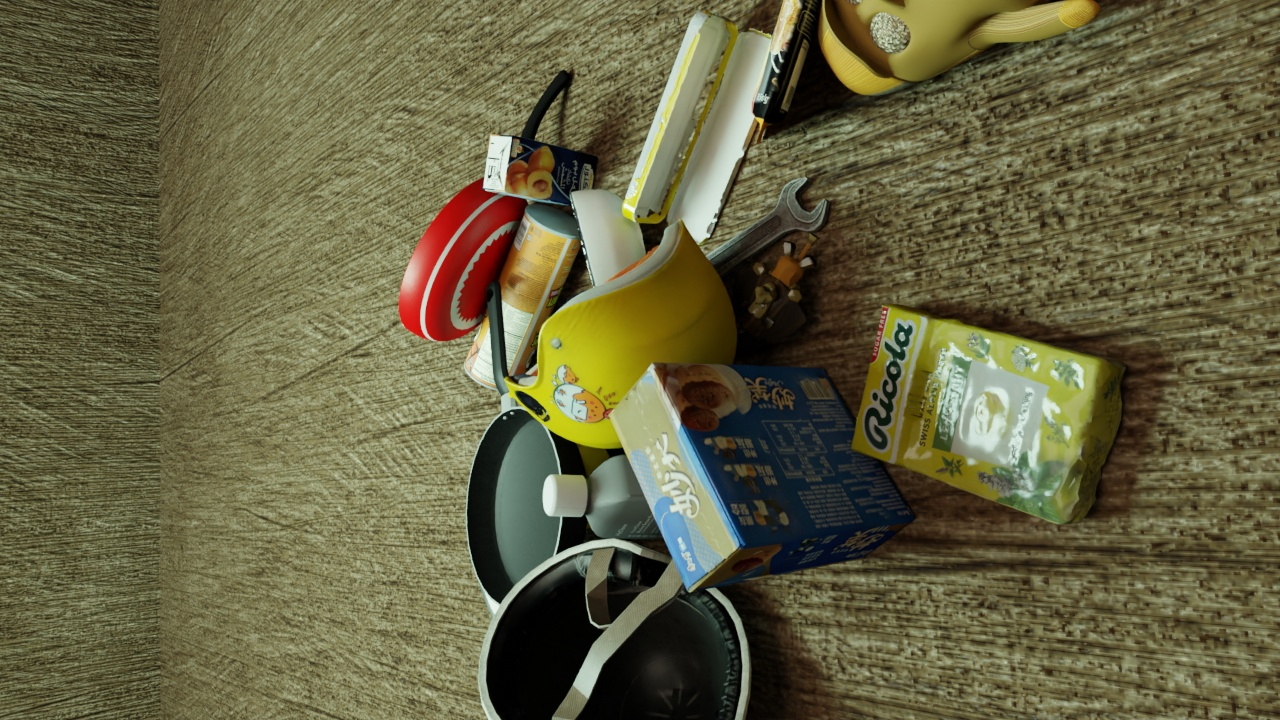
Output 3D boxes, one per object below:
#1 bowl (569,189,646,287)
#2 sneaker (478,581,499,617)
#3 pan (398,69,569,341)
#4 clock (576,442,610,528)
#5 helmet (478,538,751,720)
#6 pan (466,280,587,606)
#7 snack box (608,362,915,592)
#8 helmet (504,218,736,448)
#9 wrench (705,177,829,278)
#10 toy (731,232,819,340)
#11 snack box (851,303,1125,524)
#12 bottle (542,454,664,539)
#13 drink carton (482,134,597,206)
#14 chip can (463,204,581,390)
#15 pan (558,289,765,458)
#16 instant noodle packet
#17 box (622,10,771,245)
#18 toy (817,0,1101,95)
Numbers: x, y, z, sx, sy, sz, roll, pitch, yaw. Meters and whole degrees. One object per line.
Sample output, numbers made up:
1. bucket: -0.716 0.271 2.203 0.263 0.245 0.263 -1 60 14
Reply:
1. bowl: -0.031 -0.126 0.956 0.113 0.063 0.113 162 93 -88
2. sneaker: -0.080 0.276 0.999 0.116 0.111 0.293 -40 56 15
3. pan: -0.162 -0.177 1.074 0.067 0.209 0.356 32 88 11
4. clock: -0.084 0.124 1.011 0.152 0.051 0.114 35 123 36
5. helmet: -0.016 0.267 0.805 0.234 0.253 0.232 -9 49 30
6. pan: -0.129 0.080 0.974 0.205 0.044 0.355 -31 59 47
7. snack box: 0.096 0.083 0.715 0.069 0.202 0.155 -49 55 36
8. helmet: -0.006 0.004 0.832 0.139 0.208 0.241 48 146 2
9. wrench: 0.069 -0.089 0.883 0.274 0.010 0.070 -32 64 38
10. toy: 0.123 -0.067 0.801 0.076 0.062 0.100 40 114 20
11. snack box: 0.245 0.036 0.666 0.181 0.045 0.121 22 105 47
12. bottle: 0.000 0.123 0.826 0.084 0.173 0.046 120 148 -48
13. drink carton: -0.108 -0.208 1.015 0.040 0.129 0.064 17 101 41
14. chip can: -0.138 -0.071 1.083 0.075 0.075 0.215 48 122 38
15. pan: -0.006 0.006 0.973 0.357 0.021 0.198 -14 78 47
16. instant noodle packet: 0.132 -0.287 0.753 0.032 0.159 0.221 18 106 4
17. box: 0.051 -0.219 0.874 0.079 0.080 0.210 43 119 43
18. toy: 0.204 -0.274 0.653 0.204 0.162 0.198 -40 75 53
